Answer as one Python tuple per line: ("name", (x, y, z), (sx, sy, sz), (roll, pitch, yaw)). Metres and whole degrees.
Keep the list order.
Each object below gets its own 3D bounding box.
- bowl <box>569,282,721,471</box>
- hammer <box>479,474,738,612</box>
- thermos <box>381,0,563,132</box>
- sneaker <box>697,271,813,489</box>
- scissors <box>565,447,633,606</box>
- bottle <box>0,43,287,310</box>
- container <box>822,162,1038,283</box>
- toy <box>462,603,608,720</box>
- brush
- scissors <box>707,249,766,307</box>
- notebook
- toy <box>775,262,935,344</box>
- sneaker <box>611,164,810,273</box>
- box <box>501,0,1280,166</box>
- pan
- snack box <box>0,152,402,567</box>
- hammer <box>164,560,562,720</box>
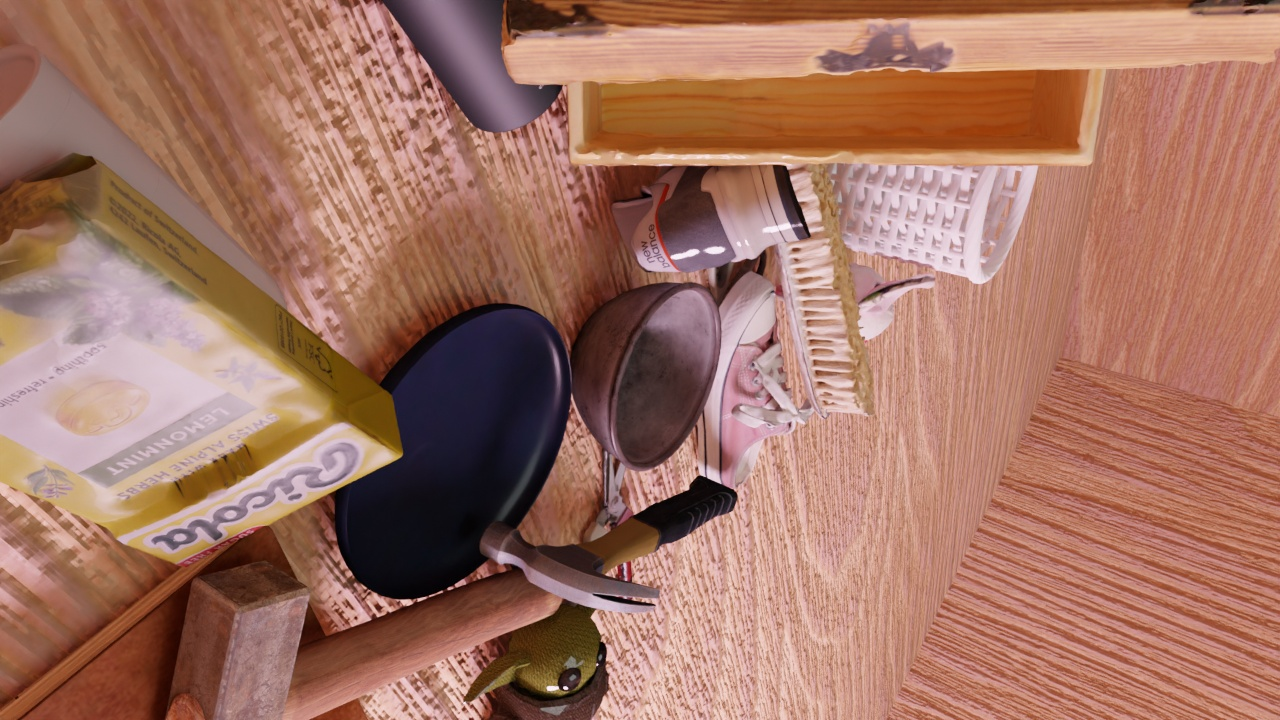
("bowl", (-0.004, 0.004, 0.690), (0.144, 0.067, 0.145), (-36, 136, -45))
("hammer", (0.011, 0.135, 0.738), (0.332, 0.118, 0.025), (-4, 114, -66))
("thermos", (-0.107, -0.200, 0.406), (0.061, 0.061, 0.231), (-61, 149, -16))
("sneaker", (0.109, 0.034, 0.861), (0.118, 0.088, 0.241), (-41, 143, -41))
("scissors", (-0.031, 0.161, 0.793), (0.179, 0.015, 0.195), (-57, 147, -23))
("bottle", (-0.189, -0.035, 0.378), (0.052, 0.052, 0.195), (-58, 148, -20))
("container", (0.278, -0.191, 0.918), (0.188, 0.187, 0.190), (-36, 136, -45))
("toy", (-0.071, 0.262, 0.715), (0.178, 0.078, 0.153), (-23, 130, -52))
("brush", (0.161, -0.076, 0.835), (0.083, 0.057, 0.271), (-31, 110, -62))
("scissors", (0.074, -0.055, 0.841), (0.157, 0.012, 0.169), (-42, 143, -37))
("notebook", (-0.232, 0.212, 0.484), (0.167, 0.024, 0.226), (-45, 142, -38))
("toy", (0.232, -0.060, 1.000), (0.194, 0.159, 0.084), (25, 60, -77))
("sneaker", (0.042, -0.119, 0.667), (0.239, 0.124, 0.089), (-91, 159, -71))
("box", (0.093, -0.220, 0.405), (0.263, 0.279, 0.270), (-67, 157, -72))
("pan", (-0.101, 0.108, 0.640), (0.198, 0.021, 0.357), (-50, 148, -28))
("snack box", (-0.191, 0.014, 0.353), (0.121, 0.045, 0.181), (-26, 144, 5))
("hammer", (-0.141, 0.176, 0.556), (0.300, 0.037, 0.158), (-2, 110, -61))
